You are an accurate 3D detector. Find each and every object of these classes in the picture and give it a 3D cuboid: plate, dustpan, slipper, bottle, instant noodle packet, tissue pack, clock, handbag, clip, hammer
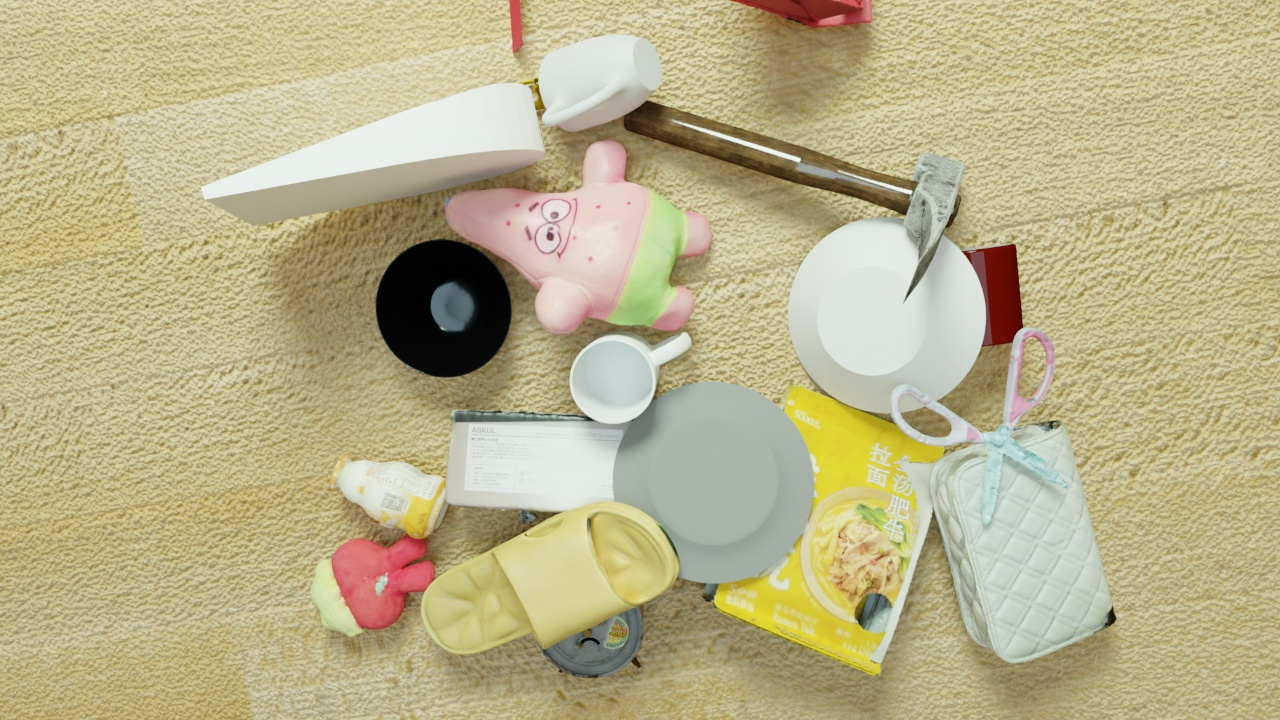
[{"bbox_3d":[0.204,-0.036,0.796,0.174,0.036,0.174,6,102,29],"label":"plate"},{"bbox_3d":[-0.211,-0.172,0.760,0.257,0.191,0.053,-13,96,-12],"label":"dustpan"},{"bbox_3d":[-0.095,0.201,0.808,0.264,0.078,0.099,-25,89,23],"label":"slipper"},{"bbox_3d":[-0.236,0.125,0.866,0.108,0.063,0.063,21,97,1],"label":"bottle"},{"bbox_3d":[0.172,0.150,0.845,0.163,0.084,0.221,21,86,0],"label":"instant noodle packet"},{"bbox_3d":[-0.087,0.101,0.860,0.181,0.071,0.103,1,81,1],"label":"tissue pack"},{"bbox_3d":[-0.049,0.232,0.871,0.104,0.056,0.148,-6,98,7],"label":"clock"},{"bbox_3d":[0.342,0.161,0.827,0.138,0.072,0.195,-17,96,-12],"label":"handbag"},{"bbox_3d":[-0.084,-0.246,0.827,0.054,0.048,0.046,-10,141,6],"label":"clip"},{"bbox_3d":[0.064,0.106,0.811,0.178,0.012,0.178,-1,78,3],"label":"plate"},{"bbox_3d":[0.111,-0.154,0.765,0.301,0.217,0.037,20,127,13],"label":"hammer"}]

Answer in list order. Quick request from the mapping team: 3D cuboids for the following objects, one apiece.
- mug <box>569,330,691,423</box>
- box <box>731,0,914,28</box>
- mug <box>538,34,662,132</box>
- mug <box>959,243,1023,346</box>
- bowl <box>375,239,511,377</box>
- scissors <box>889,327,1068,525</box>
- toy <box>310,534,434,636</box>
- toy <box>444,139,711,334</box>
[{"bbox_3d":[-0.005,0.005,0.823,0.110,0.090,0.074,-27,94,6],"label":"mug"},{"bbox_3d":[0.239,-0.388,0.710,0.375,0.148,0.213,-1,96,8],"label":"box"},{"bbox_3d":[-0.037,-0.231,0.776,0.090,0.107,0.071,-6,126,35],"label":"mug"},{"bbox_3d":[0.278,-0.055,0.809,0.106,0.073,0.082,-6,96,13],"label":"mug"},{"bbox_3d":[-0.175,-0.049,0.847,0.124,0.052,0.124,0,97,4],"label":"bowl"},{"bbox_3d":[0.286,0.052,0.770,0.175,0.013,0.170,9,94,-3],"label":"scissors"},{"bbox_3d":[-0.260,0.214,0.887,0.135,0.045,0.091,-30,91,11],"label":"toy"},{"bbox_3d":[-0.056,-0.107,0.806,0.236,0.097,0.191,15,71,-5],"label":"toy"}]
